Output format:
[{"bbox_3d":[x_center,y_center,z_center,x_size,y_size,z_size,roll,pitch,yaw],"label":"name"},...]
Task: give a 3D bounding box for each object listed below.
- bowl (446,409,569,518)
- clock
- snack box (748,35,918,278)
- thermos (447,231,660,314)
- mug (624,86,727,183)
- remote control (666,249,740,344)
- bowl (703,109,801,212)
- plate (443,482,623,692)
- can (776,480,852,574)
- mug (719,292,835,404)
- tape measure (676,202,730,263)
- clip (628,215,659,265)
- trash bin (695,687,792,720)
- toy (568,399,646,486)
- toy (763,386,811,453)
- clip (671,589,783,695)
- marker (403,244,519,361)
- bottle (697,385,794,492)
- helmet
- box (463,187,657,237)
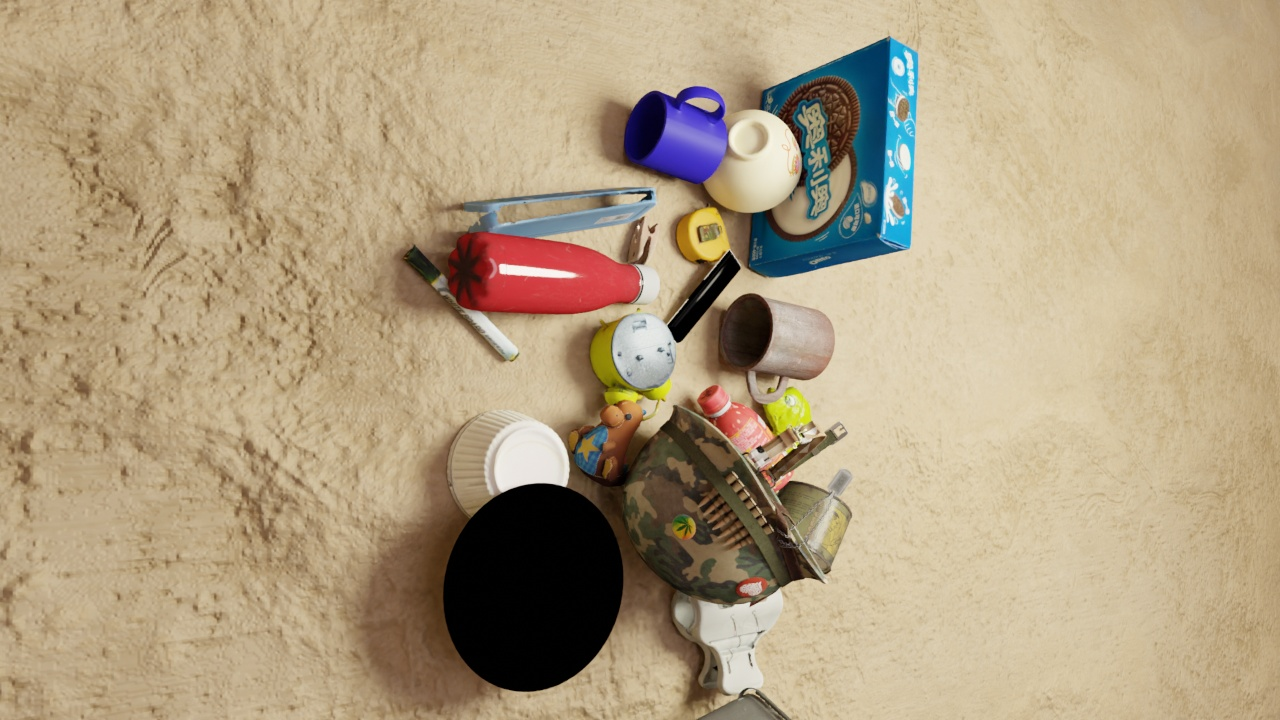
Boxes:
[{"bbox_3d":[-0.118,0.103,0.872,0.115,0.063,0.115,4,82,-35],"label":"bowl"},{"bbox_3d":[-0.006,0.006,0.966,0.083,0.057,0.119,-14,92,-36],"label":"clock"},{"bbox_3d":[0.222,-0.227,1.066,0.056,0.196,0.238,14,76,-37],"label":"snack box"},{"bbox_3d":[-0.075,-0.082,0.917,0.239,0.073,0.073,0,84,-44],"label":"thermos"},{"bbox_3d":[0.047,-0.253,1.000,0.083,0.112,0.079,11,54,-34],"label":"mug"},{"bbox_3d":[0.073,-0.072,1.040,0.124,0.012,0.028,-51,125,-15],"label":"remote control"},{"bbox_3d":[0.124,-0.236,1.036,0.118,0.074,0.118,-2,78,8],"label":"bowl"},{"bbox_3d":[-0.082,0.202,0.817,0.184,0.036,0.184,5,82,-35],"label":"plate"},{"bbox_3d":[0.190,0.193,1.063,0.090,0.090,0.074,41,63,-25],"label":"can"},{"bbox_3d":[0.158,-0.009,1.065,0.110,0.096,0.123,9,87,-30],"label":"mug"},{"bbox_3d":[0.071,-0.144,1.054,0.058,0.030,0.068,-17,94,-37],"label":"tape measure"},{"bbox_3d":[0.002,-0.132,1.007,0.061,0.026,0.049,-37,105,-34],"label":"clip"},{"bbox_3d":[0.057,0.462,0.870,0.219,0.197,0.197,-8,112,-29],"label":"trash bin"},{"bbox_3d":[-0.019,0.087,0.943,0.103,0.071,0.090,31,92,-50],"label":"toy"},{"bbox_3d":[0.176,0.079,1.101,0.094,0.036,0.093,35,74,-26],"label":"toy"},{"bbox_3d":[0.093,0.290,1.014,0.125,0.089,0.150,1,95,-33],"label":"clip"},{"bbox_3d":[-0.170,-0.053,0.881,0.146,0.017,0.017,47,61,-22],"label":"marker"},{"bbox_3d":[0.114,0.087,1.039,0.061,0.062,0.137,-48,111,-29],"label":"bottle"},{"bbox_3d":[0.106,0.133,0.913,0.224,0.192,0.236,36,88,17],"label":"helmet"},{"bbox_3d":[-0.078,-0.161,0.929,0.209,0.067,0.052,-16,87,-35],"label":"box"}]
